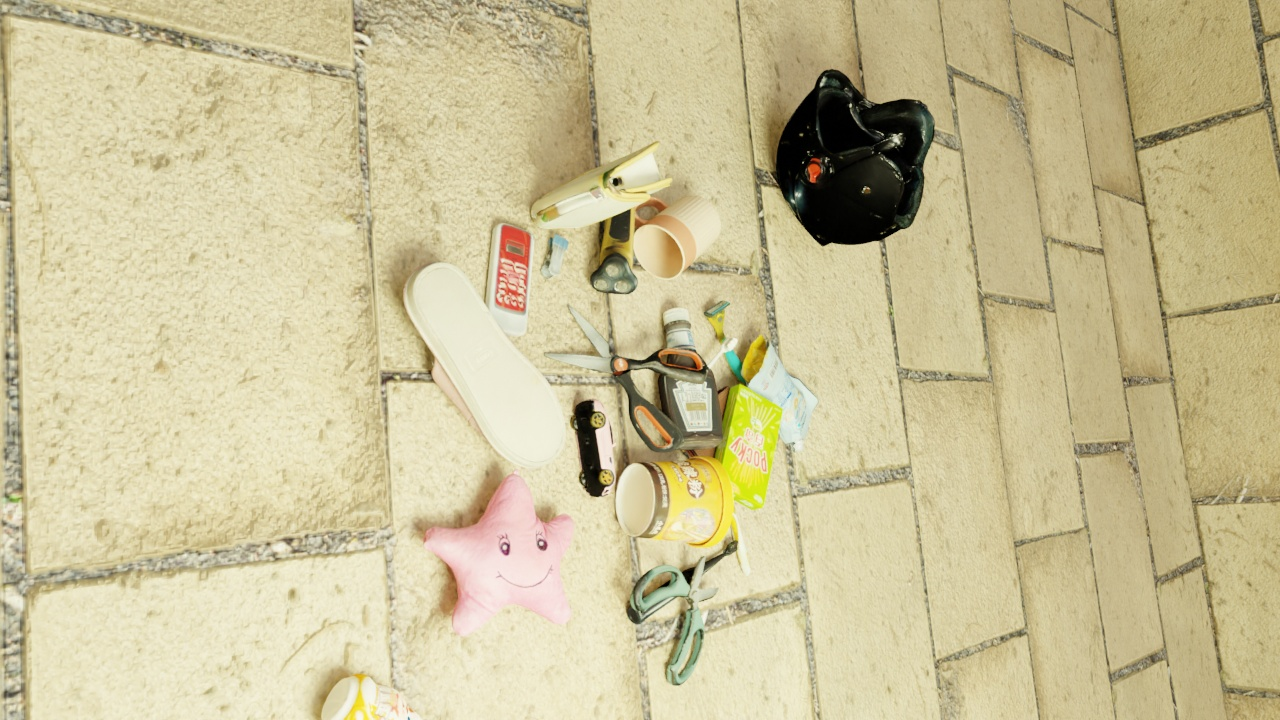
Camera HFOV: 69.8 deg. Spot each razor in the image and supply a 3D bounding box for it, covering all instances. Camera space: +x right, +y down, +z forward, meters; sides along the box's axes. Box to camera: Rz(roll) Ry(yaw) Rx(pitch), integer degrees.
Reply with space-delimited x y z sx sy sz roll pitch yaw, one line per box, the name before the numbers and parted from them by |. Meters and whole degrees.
razor | -0.028 -0.168 1.216 0.062 0.068 0.167 6 66 -1
razor | 0.131 -0.020 1.344 0.043 0.028 0.132 -35 108 -33

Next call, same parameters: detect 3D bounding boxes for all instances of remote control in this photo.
remote control | -0.158 -0.098 1.111 0.055 0.020 0.135 16 71 -39

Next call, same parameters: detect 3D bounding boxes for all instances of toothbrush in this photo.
toothbrush | 0.064 0.290 1.223 0.212 0.026 0.027 -23 136 -42
toothbrush | 0.126 0.215 1.300 0.018 0.016 0.191 -15 91 -46
toothbrush | 0.081 0.029 1.282 0.179 0.016 0.016 -48 113 -26

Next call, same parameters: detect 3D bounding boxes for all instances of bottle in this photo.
bottle | -0.256 0.355 0.903 0.108 0.063 0.063 40 57 -29
bottle | 0.062 0.023 1.246 0.079 0.044 0.194 0 69 -24

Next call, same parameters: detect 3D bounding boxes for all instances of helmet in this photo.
helmet | 0.325 -0.309 1.442 0.274 0.231 0.232 50 43 -10

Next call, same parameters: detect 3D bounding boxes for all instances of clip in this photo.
clip | -0.109 -0.130 1.164 0.025 0.037 0.057 30 59 -36

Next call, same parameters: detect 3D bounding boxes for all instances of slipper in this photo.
slipper | -0.180 0.011 1.047 0.113 0.055 0.274 -49 116 -36

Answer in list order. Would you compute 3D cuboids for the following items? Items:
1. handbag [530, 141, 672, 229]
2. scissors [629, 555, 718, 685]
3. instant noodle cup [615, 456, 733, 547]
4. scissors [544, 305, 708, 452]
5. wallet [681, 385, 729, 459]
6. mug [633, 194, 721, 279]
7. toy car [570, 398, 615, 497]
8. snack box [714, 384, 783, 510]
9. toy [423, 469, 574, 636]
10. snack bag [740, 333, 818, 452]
handbag | -0.065 -0.193 1.117 0.178 0.164 0.063 -36 106 -38
scissors | 0.039 0.329 1.171 0.169 0.019 0.171 22 81 -45
instant noodle cup | 0.039 0.179 1.170 0.114 0.119 0.118 7 76 -32
scissors | -0.008 0.021 1.175 0.220 0.022 0.227 -10 75 -28
wallet | 0.111 0.107 1.288 0.124 0.032 0.101 -38 95 -37
mug | 0.041 -0.182 1.273 0.114 0.082 0.105 41 50 8
toy car | -0.055 0.108 1.137 0.037 0.056 0.122 -5 85 -35
snack box | 0.148 0.119 1.273 0.085 0.026 0.156 30 59 -24
toy | -0.151 0.210 1.017 0.194 0.075 0.178 9 75 -39
snack bag | 0.214 0.053 1.388 0.191 0.039 0.110 49 43 -38
